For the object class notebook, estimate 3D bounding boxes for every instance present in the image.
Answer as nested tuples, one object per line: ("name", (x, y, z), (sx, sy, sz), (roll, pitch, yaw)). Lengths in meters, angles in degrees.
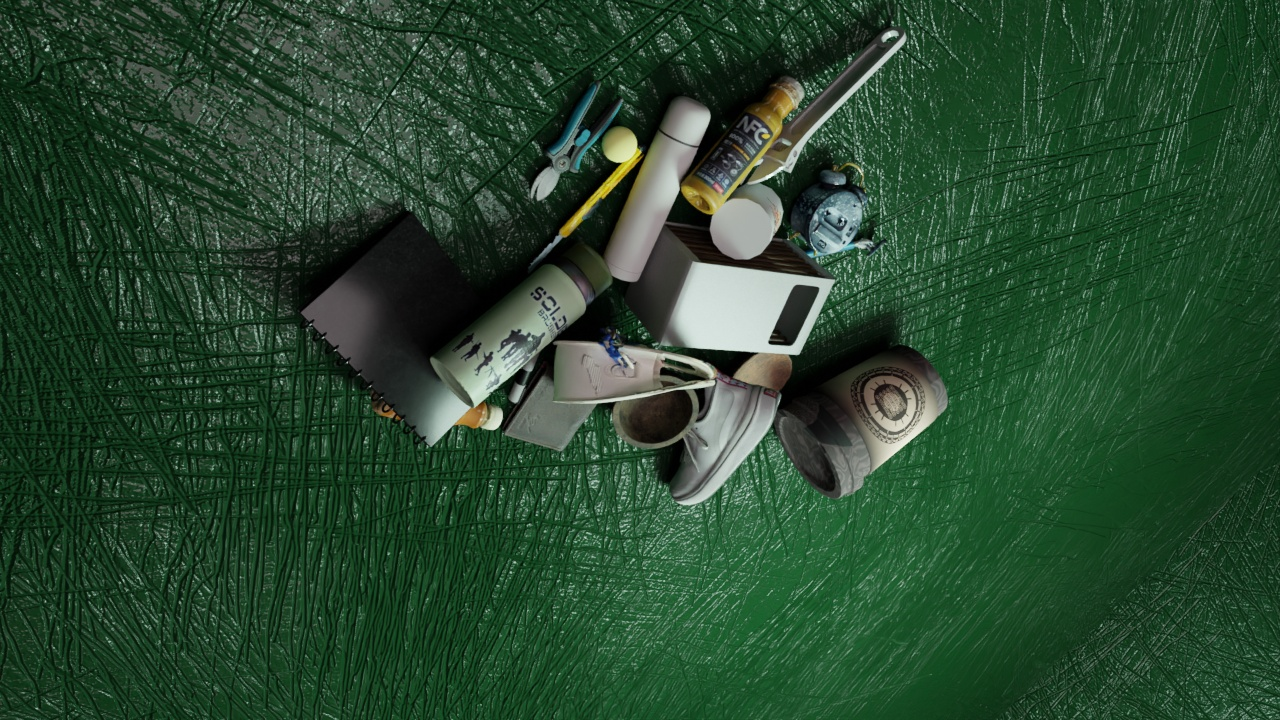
("notebook", (-0.254, -0.027, 1.040), (0.169, 0.019, 0.231), (-46, 128, -16))

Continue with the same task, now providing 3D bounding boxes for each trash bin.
("trash bin", (0.114, -0.092, 1.185), (0.228, 0.114, 0.115), (3, 122, -32))

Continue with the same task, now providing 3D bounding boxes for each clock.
("clock", (0.255, -0.202, 1.221), (0.090, 0.052, 0.129), (25, 104, -40))

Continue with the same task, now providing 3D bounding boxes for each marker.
("marker", (-0.139, -0.006, 1.174), (0.016, 0.016, 0.141), (9, 119, -35))

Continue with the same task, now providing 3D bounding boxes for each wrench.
("wrench", (0.216, -0.313, 1.117), (0.273, 0.087, 0.018), (-46, 134, -6))

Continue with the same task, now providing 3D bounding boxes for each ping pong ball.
("ping pong ball", (-0.024, -0.245, 1.040), (0.040, 0.040, 0.040), (-15, 130, -19))

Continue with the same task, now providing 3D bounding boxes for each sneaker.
("sneaker", (0.090, 0.112, 1.351), (0.128, 0.096, 0.264), (33, 129, -1))

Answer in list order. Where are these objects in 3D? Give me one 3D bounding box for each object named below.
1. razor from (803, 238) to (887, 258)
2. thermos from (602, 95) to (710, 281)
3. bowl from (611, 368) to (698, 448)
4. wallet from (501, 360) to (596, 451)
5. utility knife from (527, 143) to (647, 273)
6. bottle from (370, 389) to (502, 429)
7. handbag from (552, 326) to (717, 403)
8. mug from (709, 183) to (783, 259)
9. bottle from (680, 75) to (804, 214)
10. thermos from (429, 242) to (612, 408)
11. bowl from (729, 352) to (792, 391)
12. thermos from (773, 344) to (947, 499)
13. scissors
("razor", (0.278, -0.156, 1.296), (0.143, 0.022, 0.042), (-9, 164, -19))
("thermos", (0.017, -0.202, 1.088), (0.052, 0.052, 0.225), (8, 119, -34))
("bowl", (0.016, 0.058, 1.280), (0.121, 0.056, 0.121), (-5, 122, -9))
("wallet", (-0.116, 0.064, 1.233), (0.099, 0.031, 0.120), (22, 112, -36))
("utility knife", (-0.064, -0.178, 1.083), (0.207, 0.018, 0.030), (-43, 168, 10))
("bottle", (-0.246, 0.054, 1.130), (0.167, 0.059, 0.059), (19, 113, -40))
("handbag", (-0.007, 0.007, 1.125), (0.199, 0.200, 0.093), (0, 89, 0))
("mug", (0.122, -0.184, 1.130), (0.074, 0.089, 0.105), (-38, 97, 27))
("bottle", (0.124, -0.257, 1.080), (0.186, 0.053, 0.053), (-51, 135, -10))
("thermos", (-0.132, -0.046, 1.072), (0.231, 0.082, 0.082), (-43, 136, -20))
("bowl", (0.170, 0.023, 1.366), (0.114, 0.026, 0.102), (-42, 134, 6))
("thermos", (0.347, 0.086, 1.428), (0.226, 0.172, 0.173), (-31, 134, -14))
("scissors", (-0.071, -0.244, 1.029), (0.148, 0.019, 0.132), (-18, 130, -18))
